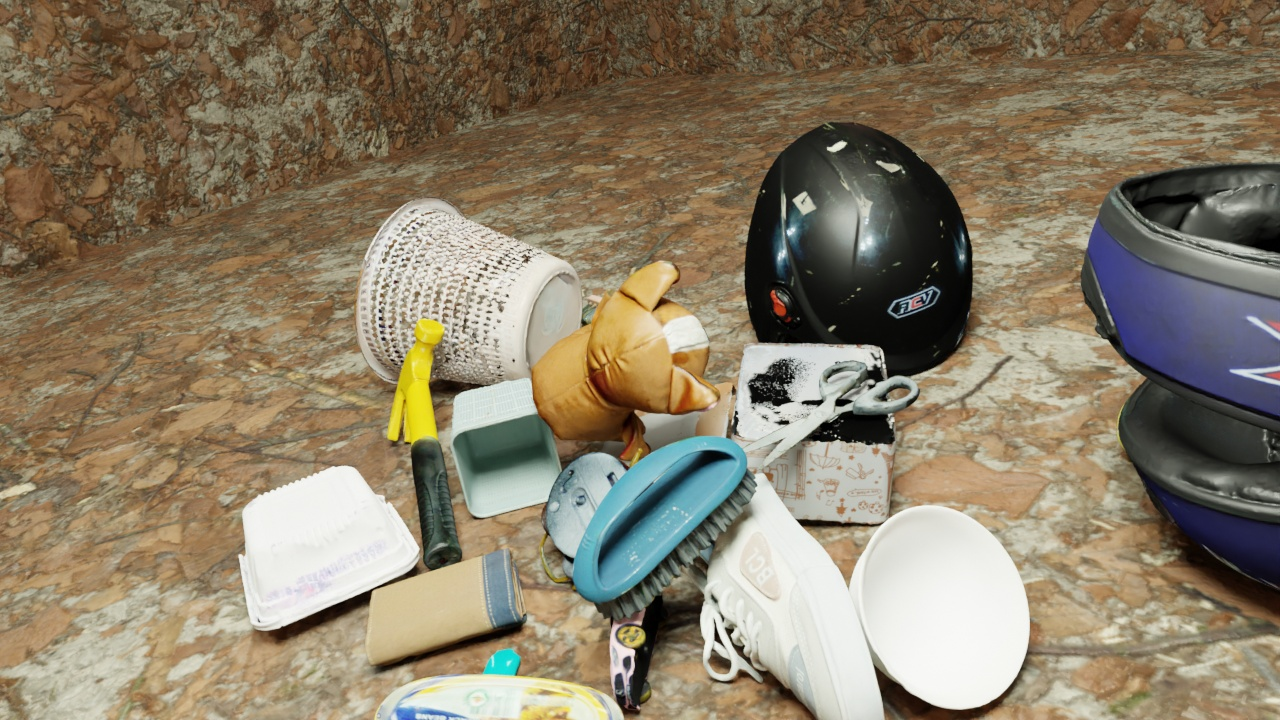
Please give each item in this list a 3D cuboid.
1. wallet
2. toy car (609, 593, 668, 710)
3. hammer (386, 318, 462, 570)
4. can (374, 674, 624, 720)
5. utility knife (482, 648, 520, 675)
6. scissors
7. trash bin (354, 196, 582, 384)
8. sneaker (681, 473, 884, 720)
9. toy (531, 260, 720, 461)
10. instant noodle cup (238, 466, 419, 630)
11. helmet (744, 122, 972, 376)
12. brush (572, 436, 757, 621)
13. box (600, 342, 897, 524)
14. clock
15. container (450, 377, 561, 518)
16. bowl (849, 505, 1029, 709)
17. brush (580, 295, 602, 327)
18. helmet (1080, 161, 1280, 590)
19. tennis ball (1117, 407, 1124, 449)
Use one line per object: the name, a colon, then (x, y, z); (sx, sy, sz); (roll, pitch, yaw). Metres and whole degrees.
wallet: (-0.148, 0.187, 0.698); (0.115, 0.033, 0.090); (-15, 22, -7)
toy car: (-0.005, 0.180, 0.624); (0.037, 0.056, 0.122); (-1, 26, 11)
hammer: (-0.204, 0.085, 0.874); (0.032, 0.129, 0.300); (11, 27, -25)
can: (-0.081, 0.227, 0.536); (0.148, 0.049, 0.074); (2, 25, 6)
utility knife: (-0.103, 0.239, 0.590); (0.029, 0.013, 0.151); (-3, 23, 9)
scissors: (0.146, 0.042, 0.705); (0.156, 0.014, 0.168); (0, 27, 10)
trash bin: (-0.182, -0.061, 1.061); (0.192, 0.228, 0.226); (15, 33, 21)
sneaker: (0.076, 0.156, 0.602); (0.090, 0.089, 0.242); (-16, 24, -6)
toy: (-0.004, 0.004, 0.750); (0.130, 0.140, 0.200); (-22, -8, -29)
instant noodle cup: (-0.275, 0.146, 0.782); (0.137, 0.060, 0.173); (-22, 21, -21)
helmet: (0.233, -0.116, 0.985); (0.233, 0.231, 0.274); (-18, 45, -11)
brush: (0.012, 0.100, 0.597); (0.143, 0.073, 0.055); (-41, 32, -15)
box: (0.081, 0.068, 0.799); (0.261, 0.105, 0.178); (0, 27, 11)
clock: (-0.035, 0.125, 0.716); (0.122, 0.055, 0.082); (-43, 53, 15)
container: (-0.127, 0.076, 0.864); (0.090, 0.090, 0.111); (-13, 22, -7)
bowl: (0.173, 0.156, 0.575); (0.118, 0.118, 0.065); (-23, -12, -24)
brush: (-0.005, -0.040, 1.089); (0.072, 0.063, 0.146); (-39, 36, -29)
helmet: (0.419, 0.025, 0.548); (0.316, 0.241, 0.246); (9, 30, 15)
tennis ball: (0.408, 0.052, 0.715); (0.065, 0.065, 0.065); (-9, 25, 4)
